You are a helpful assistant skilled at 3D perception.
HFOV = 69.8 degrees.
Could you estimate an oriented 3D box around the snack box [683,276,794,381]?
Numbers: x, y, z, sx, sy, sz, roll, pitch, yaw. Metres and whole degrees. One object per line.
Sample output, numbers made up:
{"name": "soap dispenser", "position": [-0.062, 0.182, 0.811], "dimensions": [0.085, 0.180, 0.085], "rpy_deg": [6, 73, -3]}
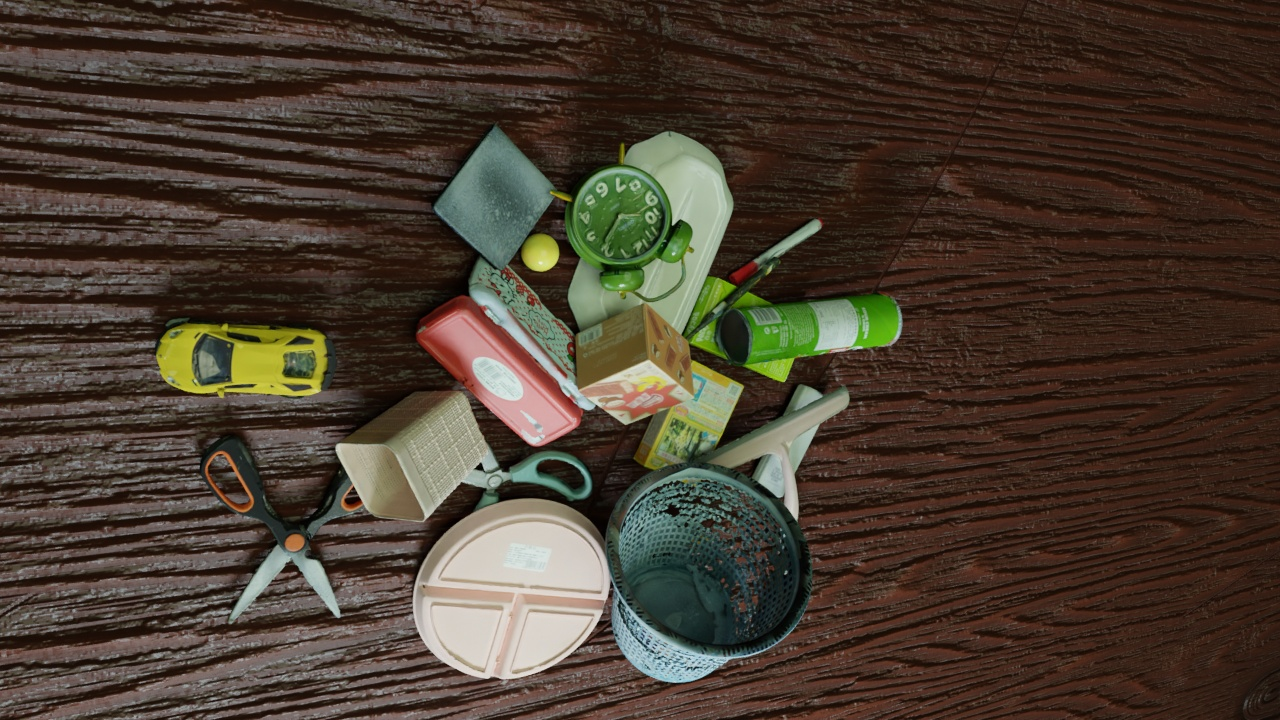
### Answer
{"name": "snack box", "position": [0.131, -0.037, 1.129], "dimensions": [0.156, 0.026, 0.086], "rpy_deg": [21, 91, -31]}

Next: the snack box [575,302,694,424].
{"name": "snack box", "position": [-0.006, 0.006, 1.000], "dimensions": [0.093, 0.077, 0.094], "rpy_deg": [-23, 141, 25]}

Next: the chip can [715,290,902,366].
{"name": "chip can", "position": [0.207, -0.040, 1.112], "dimensions": [0.235, 0.072, 0.072], "rpy_deg": [-8, 106, -29]}

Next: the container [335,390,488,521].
{"name": "container", "position": [-0.221, 0.090, 0.914], "dimensions": [0.110, 0.090, 0.090], "rpy_deg": [-44, 123, -46]}

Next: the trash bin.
{"name": "trash bin", "position": [0.055, 0.261, 1.043], "dimensions": [0.226, 0.226, 0.196], "rpy_deg": [-15, 147, -25]}

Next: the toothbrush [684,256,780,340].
{"name": "toothbrush", "position": [0.098, -0.064, 1.078], "dimensions": [0.185, 0.017, 0.012], "rpy_deg": [-41, 81, -15]}

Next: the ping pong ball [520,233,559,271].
{"name": "ping pong ball", "position": [-0.106, -0.114, 0.971], "dimensions": [0.040, 0.040, 0.040], "rpy_deg": [-7, 105, -27]}

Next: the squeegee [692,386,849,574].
{"name": "squeegee", "position": [0.189, 0.188, 1.187], "dimensions": [0.247, 0.040, 0.250], "rpy_deg": [-24, 123, -26]}

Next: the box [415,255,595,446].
{"name": "box", "position": [-0.135, -0.011, 0.983], "dimensions": [0.102, 0.100, 0.201], "rpy_deg": [-29, 123, 22]}

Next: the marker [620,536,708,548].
{"name": "marker", "position": [0.031, 0.226, 1.143], "dimensions": [0.123, 0.018, 0.015], "rpy_deg": [6, 94, -29]}

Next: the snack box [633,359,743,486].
{"name": "snack box", "position": [0.059, 0.075, 1.114], "dimensions": [0.087, 0.034, 0.140], "rpy_deg": [24, 88, -31]}

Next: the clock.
{"name": "clock", "position": [-0.012, -0.137, 0.971], "dimensions": [0.116, 0.056, 0.161], "rpy_deg": [-35, 96, -1]}

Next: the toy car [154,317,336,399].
{"name": "toy car", "position": [-0.366, 0.000, 0.857], "dimensions": [0.155, 0.041, 0.071], "rpy_deg": [4, 100, -28]}

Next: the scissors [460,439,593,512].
{"name": "scissors", "position": [-0.142, 0.163, 1.021], "dimensions": [0.170, 0.019, 0.181], "rpy_deg": [13, 107, -27]}

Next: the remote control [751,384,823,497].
{"name": "remote control", "position": [0.195, 0.106, 1.201], "dimensions": [0.058, 0.021, 0.150], "rpy_deg": [29, 88, -38]}

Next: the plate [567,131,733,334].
{"name": "plate", "position": [0.022, -0.125, 1.042], "dimensions": [0.162, 0.034, 0.265], "rpy_deg": [24, 90, -31]}

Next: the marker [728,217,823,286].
{"name": "marker", "position": [0.169, -0.135, 1.131], "dimensions": [0.145, 0.017, 0.017], "rpy_deg": [-34, 116, -18]}

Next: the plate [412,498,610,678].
{"name": "plate", "position": [-0.138, 0.264, 1.034], "dimensions": [0.229, 0.028, 0.230], "rpy_deg": [-7, 111, -19]}

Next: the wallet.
{"name": "wallet", "position": [-0.147, -0.165, 0.932], "dimensions": [0.097, 0.019, 0.120], "rpy_deg": [44, 61, -28]}

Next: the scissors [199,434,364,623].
{"name": "scissors", "position": [-0.343, 0.159, 0.920], "dimensions": [0.220, 0.022, 0.234], "rpy_deg": [-36, 115, -16]}
